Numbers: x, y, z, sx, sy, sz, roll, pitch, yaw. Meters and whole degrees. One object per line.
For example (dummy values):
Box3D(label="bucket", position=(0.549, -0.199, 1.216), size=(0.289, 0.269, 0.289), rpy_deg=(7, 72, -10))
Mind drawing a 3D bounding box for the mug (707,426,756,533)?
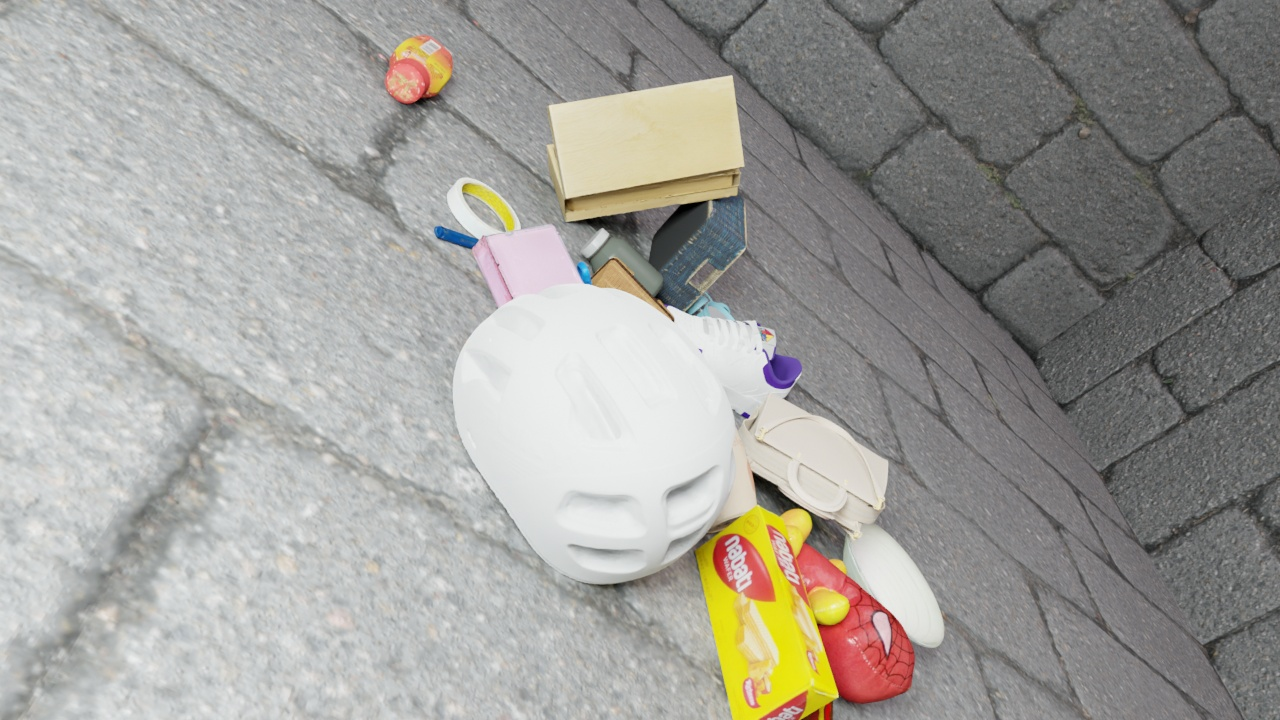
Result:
Box3D(label="mug", position=(0.082, 0.132, 1.005), size=(0.111, 0.085, 0.104), rpy_deg=(63, 7, -69))

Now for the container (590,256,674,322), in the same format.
Box3D(label="container", position=(-0.022, -0.061, 1.125), size=(0.114, 0.063, 0.061), rpy_deg=(46, 33, -4))

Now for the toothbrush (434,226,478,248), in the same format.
Box3D(label="toothbrush", position=(-0.158, -0.128, 1.051), size=(0.189, 0.017, 0.016), rpy_deg=(11, 43, -52))

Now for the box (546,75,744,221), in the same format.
Box3D(label="box", position=(0.005, -0.280, 1.245), size=(0.179, 0.248, 0.141), rpy_deg=(102, -26, -68))

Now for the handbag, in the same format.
Box3D(label="handbag", position=(0.201, 0.134, 1.095), size=(0.194, 0.101, 0.197), rpy_deg=(31, 18, 5))

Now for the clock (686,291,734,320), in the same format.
Box3D(label="clock", position=(0.108, -0.065, 1.350), size=(0.087, 0.042, 0.123), rpy_deg=(15, 42, -49))

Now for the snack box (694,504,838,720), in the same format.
Box3D(label="snack box", position=(0.114, 0.243, 0.870), size=(0.042, 0.092, 0.200), rpy_deg=(31, 31, -32))

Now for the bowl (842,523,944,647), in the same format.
Box3D(label="bowl", position=(0.295, 0.285, 1.134), size=(0.176, 0.058, 0.176), rpy_deg=(37, 28, -23))

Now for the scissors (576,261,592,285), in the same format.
Box3D(label="scissors", position=(-0.049, -0.053, 1.040), size=(0.131, 0.018, 0.109), rpy_deg=(83, -15, -57))

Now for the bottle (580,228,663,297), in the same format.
Box3D(label="bottle", position=(-0.025, -0.120, 1.200), size=(0.108, 0.060, 0.060), rpy_deg=(42, 26, -13))

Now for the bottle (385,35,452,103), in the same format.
Box3D(label="bottle", position=(-0.280, -0.365, 1.155), size=(0.071, 0.049, 0.134), rpy_deg=(39, 27, -18))

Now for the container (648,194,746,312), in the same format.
Box3D(label="container", position=(0.080, -0.174, 1.340), size=(0.071, 0.146, 0.187), rpy_deg=(36, 28, -16))

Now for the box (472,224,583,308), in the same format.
Box3D(label="box", position=(-0.090, -0.048, 0.973), size=(0.099, 0.080, 0.232), rpy_deg=(14, 42, -51))

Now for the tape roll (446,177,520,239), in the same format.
Box3D(label="tape roll", position=(-0.183, -0.173, 1.074), size=(0.094, 0.019, 0.093), rpy_deg=(37, 27, -23))

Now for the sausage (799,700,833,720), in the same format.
Box3D(label="sausage", position=(0.159, 0.354, 0.847), size=(0.040, 0.040, 0.155), rpy_deg=(44, 26, -9))

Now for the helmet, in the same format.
Box3D(label="helmet", position=(-0.037, 0.043, 0.814), size=(0.223, 0.184, 0.282), rpy_deg=(-12, 49, -34))

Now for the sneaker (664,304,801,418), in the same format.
Box3D(label="sneaker", position=(0.117, -0.015, 1.213), size=(0.244, 0.111, 0.091), rpy_deg=(33, 29, -28))

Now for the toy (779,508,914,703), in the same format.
Box3D(label="toy", position=(0.203, 0.265, 0.972), size=(0.216, 0.099, 0.147), rpy_deg=(52, 23, 10))
